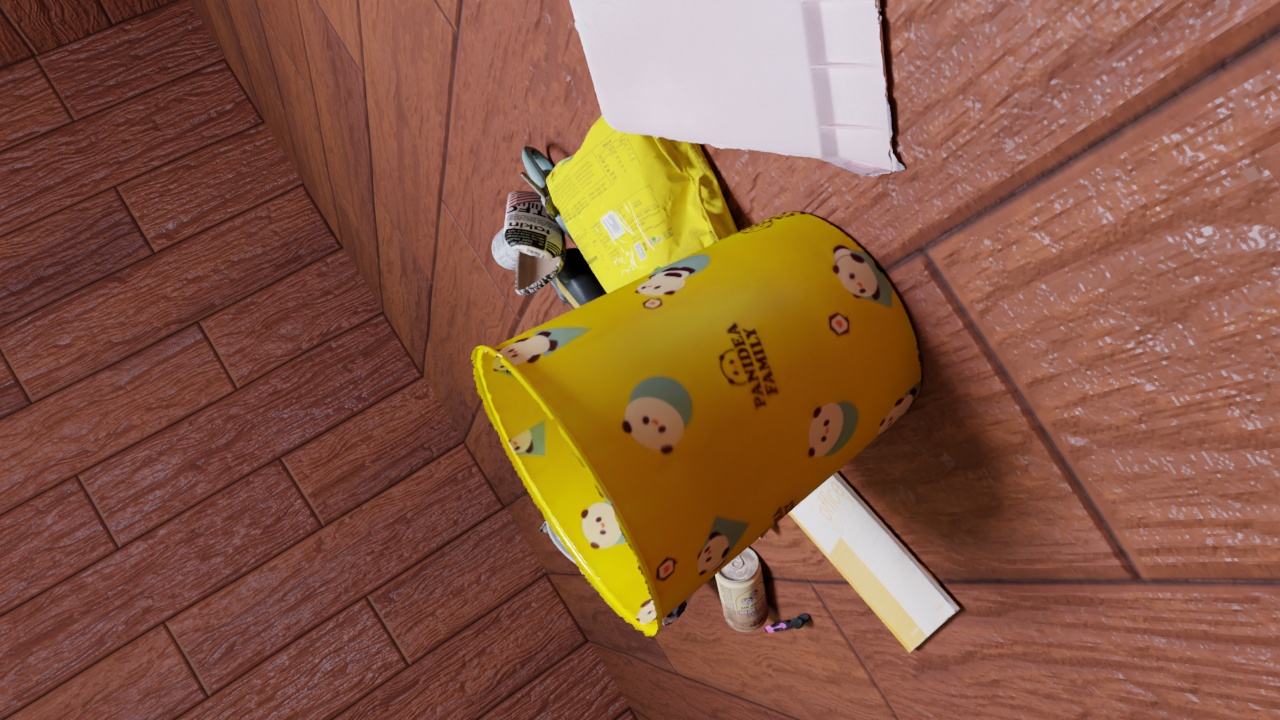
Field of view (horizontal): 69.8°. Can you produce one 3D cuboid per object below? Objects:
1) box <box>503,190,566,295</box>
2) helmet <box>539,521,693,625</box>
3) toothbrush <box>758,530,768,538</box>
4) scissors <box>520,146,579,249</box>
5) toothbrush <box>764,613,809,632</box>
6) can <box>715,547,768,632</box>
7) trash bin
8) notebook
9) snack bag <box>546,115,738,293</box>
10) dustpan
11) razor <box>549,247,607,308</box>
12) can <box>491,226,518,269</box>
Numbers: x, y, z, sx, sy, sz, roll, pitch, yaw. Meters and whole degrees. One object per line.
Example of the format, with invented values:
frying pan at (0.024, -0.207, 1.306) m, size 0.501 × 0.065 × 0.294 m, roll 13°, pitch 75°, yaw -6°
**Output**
box at (-0.116, -0.124, 0.999) m, size 0.162 × 0.076 × 0.088 m, roll -105°, pitch 26°, yaw -61°
helmet at (-0.006, 0.238, 1.253) m, size 0.229 × 0.145 × 0.258 m, roll 31°, pitch 172°, yaw 26°
toothbrush at (0.054, 0.136, 1.069) m, size 0.221 × 0.026 × 0.027 m, roll 32°, pitch 149°, yaw 21°
scissors at (-0.078, -0.157, 0.982) m, size 0.181 × 0.019 × 0.170 m, roll 52°, pitch -169°, yaw -25°
toothbrush at (0.185, 0.339, 1.177) m, size 0.014 × 0.017 × 0.189 m, roll 55°, pitch 164°, yaw 13°
can at (0.129, 0.291, 1.166) m, size 0.058 × 0.058 × 0.116 m, roll 40°, pitch 155°, yaw 43°
trash bin at (0.045, 0.029, 0.667) m, size 0.229 × 0.254 × 0.230 m, roll 50°, pitch 160°, yaw 25°
notebook at (0.204, 0.174, 0.871) m, size 0.206 × 0.010 × 0.146 m, roll 50°, pitch 159°, yaw 24°
snack bag at (-0.007, -0.140, 0.831) m, size 0.158 × 0.068 × 0.247 m, roll 60°, pitch 160°, yaw -5°
dustpan at (0.052, -0.256, 0.596) m, size 0.274 × 0.138 × 0.223 m, roll 10°, pitch 134°, yaw 28°
razor at (-0.061, -0.074, 0.987) m, size 0.167 × 0.062 × 0.068 m, roll -127°, pitch 36°, yaw -60°
can at (-0.152, -0.155, 1.183) m, size 0.058 × 0.058 × 0.147 m, roll 61°, pitch 161°, yaw -6°
